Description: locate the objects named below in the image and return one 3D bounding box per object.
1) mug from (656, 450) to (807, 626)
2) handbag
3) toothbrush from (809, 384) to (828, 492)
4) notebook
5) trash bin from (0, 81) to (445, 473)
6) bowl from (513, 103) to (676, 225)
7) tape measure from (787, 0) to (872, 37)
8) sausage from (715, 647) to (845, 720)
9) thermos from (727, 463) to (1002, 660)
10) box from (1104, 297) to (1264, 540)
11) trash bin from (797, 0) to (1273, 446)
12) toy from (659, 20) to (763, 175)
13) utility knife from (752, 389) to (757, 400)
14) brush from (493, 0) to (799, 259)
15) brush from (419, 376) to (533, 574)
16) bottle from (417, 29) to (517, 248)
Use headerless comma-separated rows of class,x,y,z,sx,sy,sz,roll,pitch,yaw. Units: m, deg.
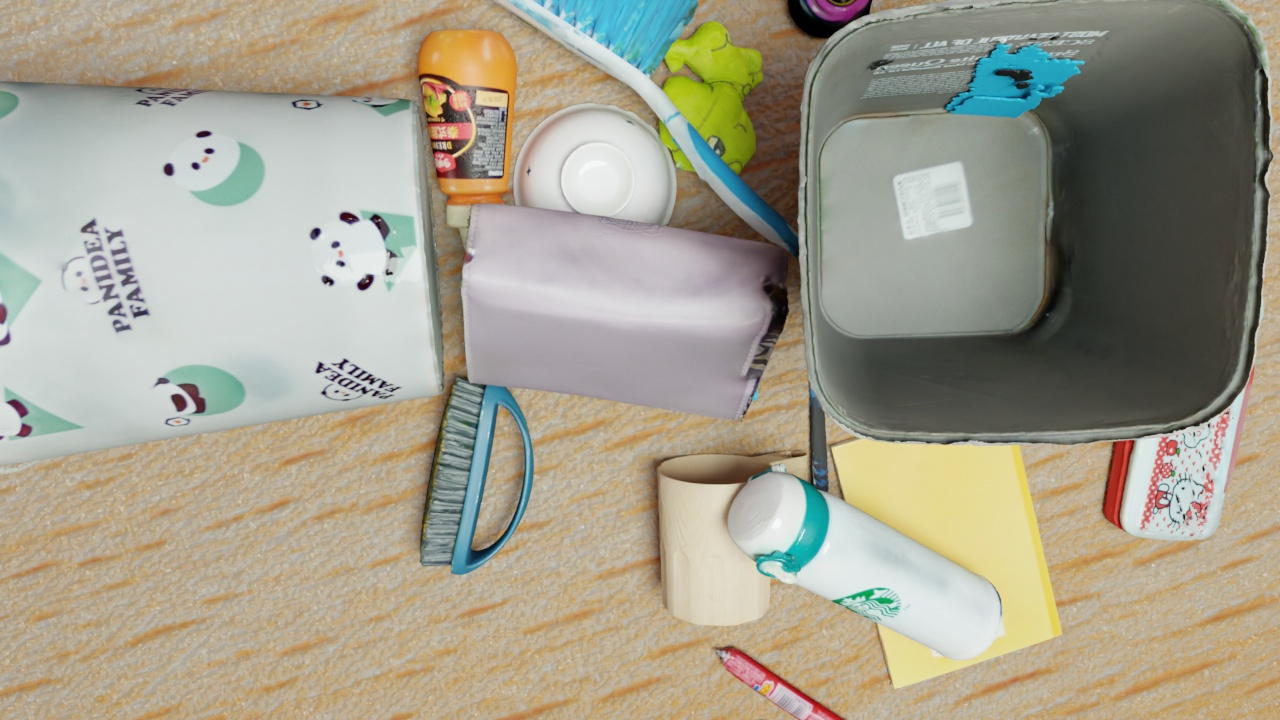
mug,0.071,0.125,0.674,0.124,0.084,0.103,-6,100,-31
handbag,-0.014,-0.035,0.600,0.197,0.145,0.098,8,68,-4
toothbrush,0.137,0.080,0.698,0.014,0.016,0.189,-4,97,-10
notebook,0.241,0.142,0.717,0.146,0.010,0.206,-17,98,-2
trash bin,-0.253,-0.058,0.554,0.251,0.229,0.229,-4,98,-10
bowl,-0.030,-0.122,0.634,0.118,0.064,0.118,-1,98,-4
tape measure,0.132,-0.256,0.642,0.058,0.039,0.057,2,97,-10
sausage,0.122,0.268,0.719,0.156,0.020,0.020,35,93,-8
thermos,0.155,0.144,0.632,0.224,0.073,0.073,30,94,-28
box,0.417,0.039,0.699,0.087,0.047,0.201,7,96,-6
trash bin,0.182,-0.076,0.503,0.199,0.219,0.199,-2,99,7
toy,0.047,-0.182,0.649,0.096,0.031,0.100,36,89,-6
utility knife,-0.004,0.004,0.676,0.185,0.018,0.034,6,97,-4
brush,0.010,-0.194,0.612,0.314,0.060,0.109,33,100,5
brush,-0.114,0.085,0.658,0.073,0.055,0.144,12,96,-5
bottle,-0.115,-0.146,0.629,0.066,0.066,0.149,-2,104,-4
